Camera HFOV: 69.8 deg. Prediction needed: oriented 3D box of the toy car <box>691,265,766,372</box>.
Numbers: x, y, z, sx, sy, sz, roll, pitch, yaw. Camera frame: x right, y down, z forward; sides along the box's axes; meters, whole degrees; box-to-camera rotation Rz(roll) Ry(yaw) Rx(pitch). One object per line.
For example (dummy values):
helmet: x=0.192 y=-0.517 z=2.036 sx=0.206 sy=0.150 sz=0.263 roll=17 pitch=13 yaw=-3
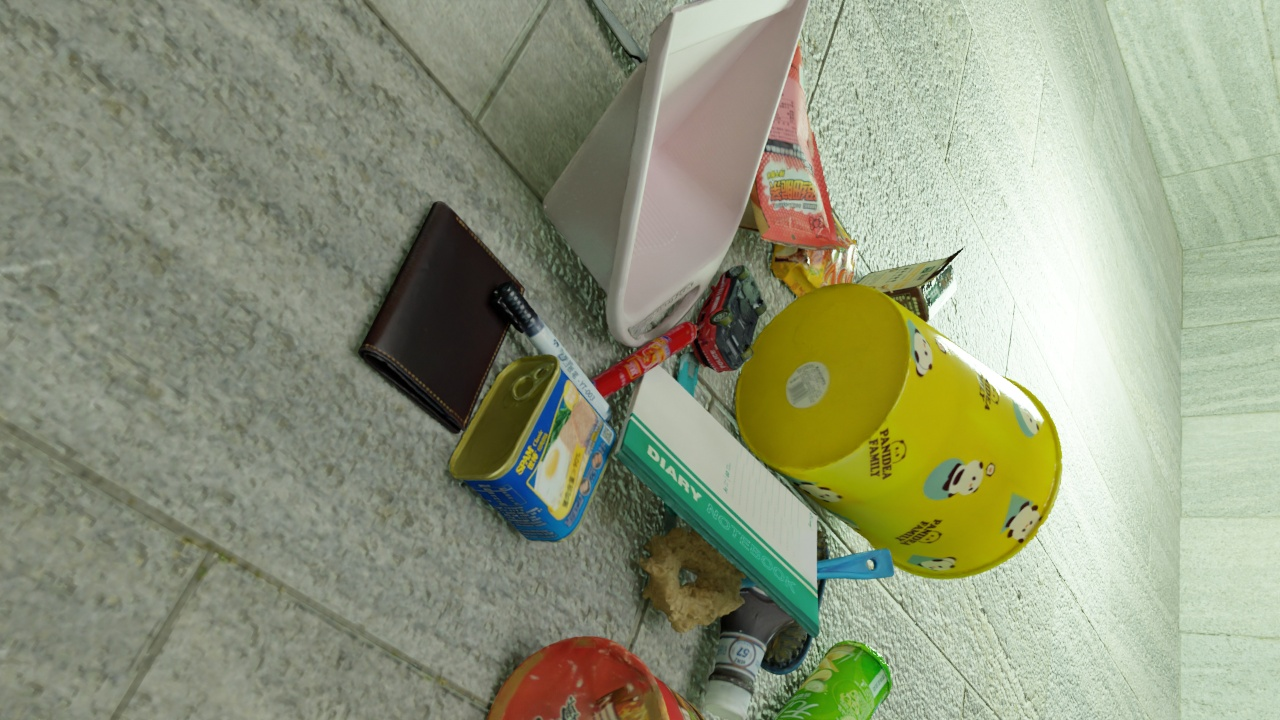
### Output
toy car: x=0.079 y=-0.039 z=0.830 sx=0.053 sy=0.045 sz=0.120 roll=59 pitch=36 yaw=-27

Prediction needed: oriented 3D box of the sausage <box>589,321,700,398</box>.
sausage: x=-0.004 y=0.004 z=0.720 sx=0.155 sy=0.020 sz=0.020 roll=-33 pitch=109 yaw=-36

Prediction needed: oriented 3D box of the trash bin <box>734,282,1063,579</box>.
trash bin: x=0.240 y=0.065 z=0.882 sx=0.255 sy=0.230 sz=0.229 roll=31 pitch=60 yaw=-38

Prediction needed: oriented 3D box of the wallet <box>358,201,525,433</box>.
wallet: x=-0.124 y=-0.028 z=0.599 sx=0.096 sy=0.020 sz=0.122 roll=49 pitch=48 yaw=-41

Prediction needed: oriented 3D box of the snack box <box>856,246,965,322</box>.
snack box: x=0.300 y=-0.079 z=1.045 sx=0.113 sy=0.126 sz=0.053 roll=-35 pitch=111 yaw=-48

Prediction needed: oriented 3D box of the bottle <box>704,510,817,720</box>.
bottle: x=0.098 y=0.210 z=0.795 sx=0.080 sy=0.044 sz=0.194 roll=25 pitch=59 yaw=-4

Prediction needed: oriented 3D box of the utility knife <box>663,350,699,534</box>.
utility knife: x=0.035 y=0.069 z=0.783 sx=0.029 sy=0.013 sz=0.171 roll=27 pitch=63 yaw=-46

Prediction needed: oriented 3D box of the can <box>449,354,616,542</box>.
can: x=-0.069 y=0.061 z=0.622 sx=0.083 sy=0.057 sz=0.101 roll=53 pitch=48 yaw=-35

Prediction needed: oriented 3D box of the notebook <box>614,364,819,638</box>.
notebook: x=0.067 y=0.101 z=0.715 sx=0.209 sy=0.012 sz=0.150 roll=44 pitch=24 yaw=-12

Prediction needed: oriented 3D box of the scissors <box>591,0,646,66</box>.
scissors: x=0.021 y=-0.244 z=0.811 sx=0.124 sy=0.022 sz=0.235 roll=-41 pitch=109 yaw=-47

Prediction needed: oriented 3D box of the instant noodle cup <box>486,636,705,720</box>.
instant noodle cup: x=-0.021 y=0.260 z=0.597 sx=0.108 sy=0.138 sz=0.137 roll=44 pitch=52 yaw=-49

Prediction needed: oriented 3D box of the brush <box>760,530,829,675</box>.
brush: x=0.142 y=0.225 z=0.859 sx=0.073 sy=0.055 sz=0.143 roll=72 pitch=33 yaw=-51

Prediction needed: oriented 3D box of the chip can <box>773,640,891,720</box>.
chip can: x=0.161 y=0.340 z=0.845 sx=0.220 sy=0.073 sz=0.072 roll=-25 pitch=103 yaw=-49

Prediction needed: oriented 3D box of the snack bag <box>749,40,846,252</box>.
snack bag: x=0.135 y=-0.205 z=0.875 sx=0.128 sy=0.073 sz=0.207 roll=6 pitch=71 yaw=-45

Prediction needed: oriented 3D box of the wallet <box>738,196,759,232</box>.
wallet: x=0.099 y=-0.179 z=0.900 sx=0.115 sy=0.020 sz=0.101 roll=1 pitch=84 yaw=-48

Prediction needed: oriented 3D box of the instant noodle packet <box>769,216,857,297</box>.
instant noodle packet: x=0.189 y=-0.111 z=0.981 sx=0.128 sy=0.044 sz=0.110 roll=35 pitch=62 yaw=-43

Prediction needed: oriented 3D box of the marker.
marker: x=-0.061 y=-0.001 z=0.648 sx=0.022 sy=0.018 sz=0.131 roll=-46 pitch=119 yaw=-21

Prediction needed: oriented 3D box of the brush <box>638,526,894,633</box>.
brush: x=0.112 y=0.177 z=0.769 sx=0.254 sy=0.046 sz=0.083 roll=3 pitch=70 yaw=-28

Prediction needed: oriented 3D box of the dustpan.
dustpan: x=0.051 y=-0.138 z=0.690 sx=0.139 sy=0.274 sz=0.221 roll=50 pitch=46 yaw=1
